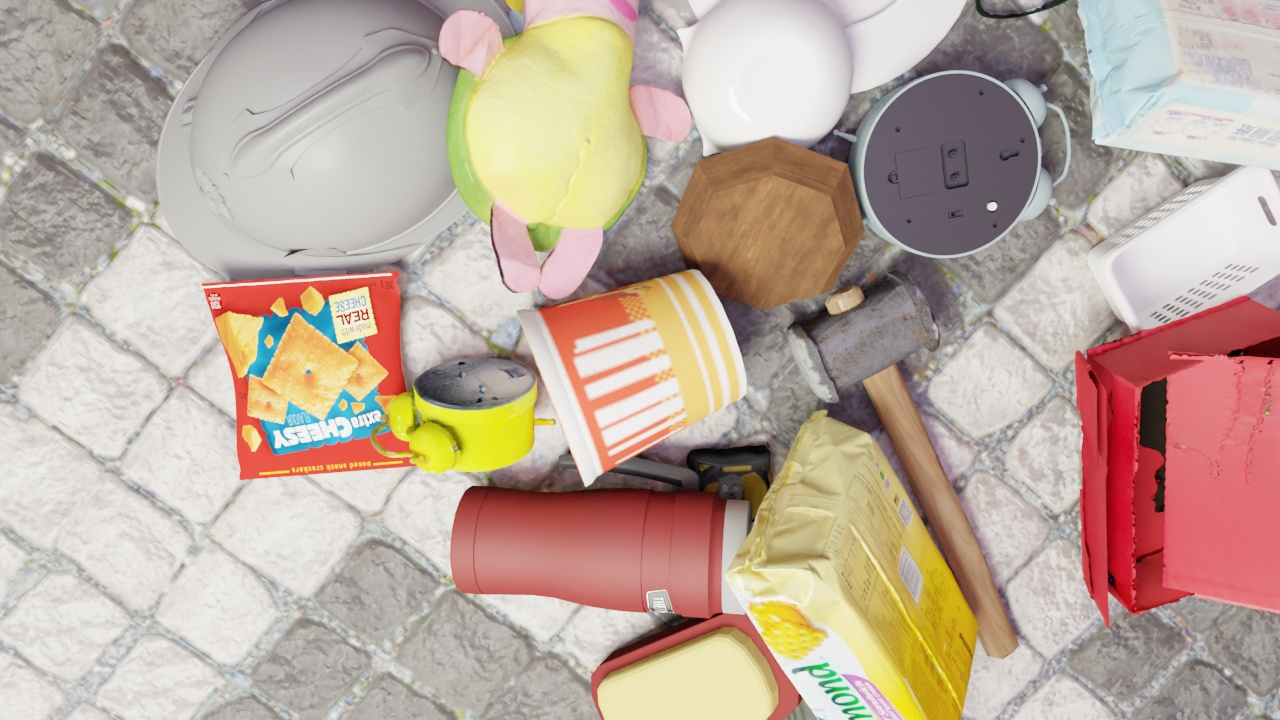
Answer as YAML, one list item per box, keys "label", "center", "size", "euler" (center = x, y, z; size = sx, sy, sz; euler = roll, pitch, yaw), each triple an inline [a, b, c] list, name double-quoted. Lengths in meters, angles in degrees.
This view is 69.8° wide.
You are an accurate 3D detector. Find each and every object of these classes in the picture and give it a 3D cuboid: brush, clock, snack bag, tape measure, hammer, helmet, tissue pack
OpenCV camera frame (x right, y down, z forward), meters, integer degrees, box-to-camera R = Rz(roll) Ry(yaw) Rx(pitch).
- label: "brush"
  center: [0.036, 0.237, 0.664]
  size: [0.174, 0.041, 0.082]
  euler: [-32, 86, 30]
- label: "clock"
  center: [-0.123, 0.038, 0.621]
  size: [0.118, 0.083, 0.057]
  euler: [-13, 117, -29]
- label: "snack bag"
  center: [-0.224, 0.012, 0.638]
  size: [0.130, 0.039, 0.144]
  euler: [-4, 109, -5]
- label: "tape measure"
  center: [0.066, 0.094, 0.677]
  size: [0.061, 0.034, 0.061]
  euler: [-6, 105, -1]
- label: "hammer"
  center: [0.216, 0.090, 0.683]
  size: [0.098, 0.052, 0.328]
  euler: [-28, 106, 3]
- label: "helmet"
  center: [-0.200, -0.142, 0.566]
  size: [0.271, 0.117, 0.183]
  euler: [-31, 102, 5]
- label: "snack bag"
  center: [0.159, 0.167, 0.625]
  size: [0.068, 0.159, 0.247]
  euler: [-16, 117, 37]
- label: "clock"
  center: [0.218, -0.136, 0.631]
  size: [0.159, 0.045, 0.122]
  euler: [-11, 103, -2]
- label: "tissue pack"
  center: [0.380, -0.188, 0.598]
  size: [0.182, 0.070, 0.112]
  euler: [6, 67, -9]

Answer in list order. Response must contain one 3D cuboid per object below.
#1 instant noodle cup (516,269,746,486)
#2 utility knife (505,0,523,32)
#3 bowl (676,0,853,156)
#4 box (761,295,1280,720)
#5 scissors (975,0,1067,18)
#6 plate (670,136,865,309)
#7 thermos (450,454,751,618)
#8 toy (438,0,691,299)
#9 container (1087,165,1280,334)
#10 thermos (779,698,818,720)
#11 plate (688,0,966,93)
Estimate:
- label: "instant noodle cup"
  center: [-0.004, 0.004, 0.616]
  size: [0.121, 0.123, 0.123]
  euler: [-22, 103, -7]
- label: "utility knife"
  center: [-0.072, -0.262, 0.598]
  size: [0.030, 0.019, 0.225]
  euler: [12, 100, -1]
- label: "bowl"
  center: [0.085, -0.184, 0.598]
  size: [0.115, 0.050, 0.115]
  euler: [0, 112, 1]
- label: "box"
  center: [0.270, 0.152, 0.567]
  size: [0.476, 0.171, 0.214]
  euler: [-38, 125, -38]
- label: "scissors"
  center: [0.297, -0.304, 0.614]
  size: [0.204, 0.015, 0.201]
  euler: [-43, 99, 5]
- label: "plate"
  center: [0.086, -0.083, 0.617]
  size: [0.131, 0.025, 0.131]
  euler: [3, 127, 4]
- label: "thermos"
  center: [-0.023, 0.119, 0.642]
  size: [0.199, 0.084, 0.107]
  euler: [2, 63, 9]
- label: "toy"
  center: [-0.051, -0.158, 0.571]
  size: [0.189, 0.088, 0.238]
  euler: [5, 94, -38]
- label: "container"
  center: [0.385, -0.075, 0.651]
  size: [0.129, 0.049, 0.081]
  euler: [-34, 102, 4]
- label: "thermos"
  center: [0.133, 0.262, 0.693]
  size: [0.098, 0.098, 0.221]
  euler: [-17, 99, 0]
- label: "plate"
  center: [0.128, -0.284, 0.607]
  size: [0.208, 0.015, 0.209]
  euler: [-1, 103, -3]
